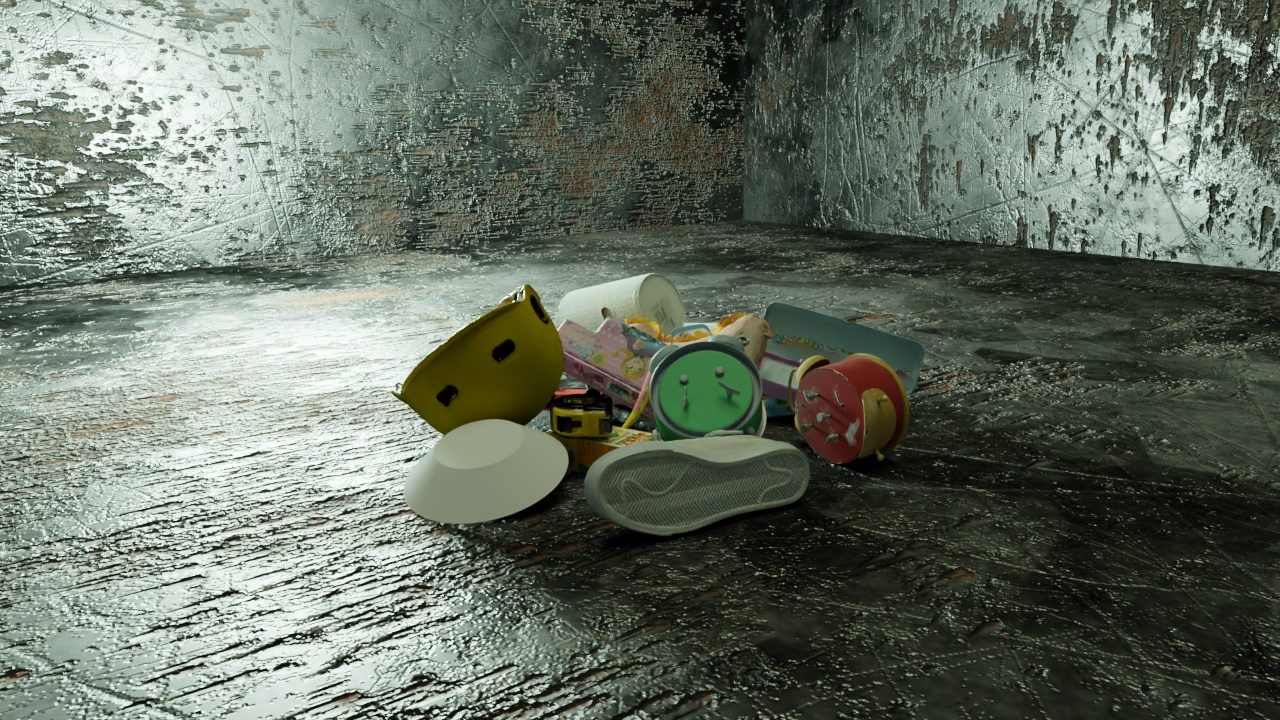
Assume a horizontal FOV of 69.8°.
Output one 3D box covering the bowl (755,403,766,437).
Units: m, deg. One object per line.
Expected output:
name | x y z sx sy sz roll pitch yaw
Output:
bowl | 0.091 0.056 1.067 0.110 0.041 0.109 -3 57 5

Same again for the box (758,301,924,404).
box | 0.247 0.010 1.189 0.214 0.139 0.062 18 -21 17

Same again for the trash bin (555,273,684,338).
trash bin | -0.027 -0.063 1.402 0.162 0.133 0.133 -15 2 40

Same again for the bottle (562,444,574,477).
bottle | -0.128 0.107 1.020 0.110 0.036 0.036 5 15 22

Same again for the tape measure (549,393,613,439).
tape measure | -0.065 0.061 1.022 0.072 0.042 0.071 -3 17 3

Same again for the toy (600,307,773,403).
toy | 0.050 -0.029 1.233 0.265 0.195 0.065 -24 -29 31

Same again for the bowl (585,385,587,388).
bowl | -0.025 0.018 1.353 0.114 0.045 0.114 -1 14 0

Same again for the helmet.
helmet | -0.176 0.022 1.097 0.209 0.139 0.240 -38 7 0

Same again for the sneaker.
sneaker | 0.045 0.114 0.901 0.241 0.089 0.091 -2 8 -30

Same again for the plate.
plate | -0.164 0.101 0.957 0.174 0.036 0.173 -6 27 3

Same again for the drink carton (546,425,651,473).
drink carton | -0.039 0.101 1.030 0.123 0.041 0.058 9 17 32

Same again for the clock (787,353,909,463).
clock | 0.221 0.053 1.051 0.081 0.117 0.159 -14 22 -32

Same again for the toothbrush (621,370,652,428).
toothbrush | -0.004 0.058 1.097 0.016 0.021 0.135 17 63 22

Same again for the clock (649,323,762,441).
clock | 0.069 0.026 1.018 0.122 0.075 0.161 -13 57 1

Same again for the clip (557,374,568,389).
clip | -0.179 0.029 1.363 0.162 0.027 0.090 3 13 13

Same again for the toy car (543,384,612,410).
toy car | -0.087 0.054 1.207 0.100 0.049 0.051 -1 15 1

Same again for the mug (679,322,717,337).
mug | 0.109 -0.017 1.410 0.105 0.082 0.082 2 14 15

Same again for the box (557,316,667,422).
box | -0.006 0.005 1.171 0.230 0.091 0.084 27 17 24

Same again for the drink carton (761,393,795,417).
drink carton | 0.179 0.052 1.208 0.128 0.039 0.044 -6 35 -19
